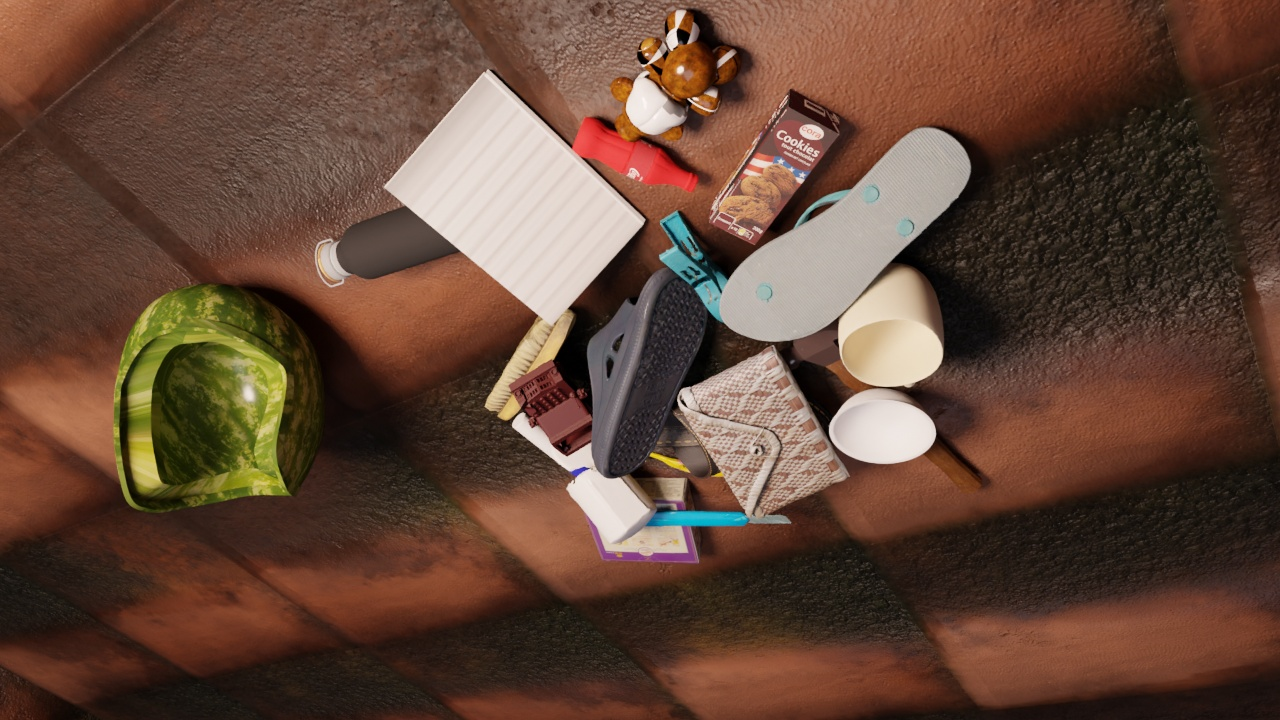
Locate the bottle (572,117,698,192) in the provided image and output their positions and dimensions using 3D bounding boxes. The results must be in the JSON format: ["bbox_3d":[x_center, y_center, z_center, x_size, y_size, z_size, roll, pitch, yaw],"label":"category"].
[{"bbox_3d":[-0.003,-0.187,0.851,0.119,0.036,0.036,22,135,-10],"label":"bottle"}]

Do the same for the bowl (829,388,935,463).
[{"bbox_3d":[0.262,0.063,0.997,0.110,0.040,0.110,8,139,7],"label":"bowl"}]

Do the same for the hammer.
[{"bbox_3d":[0.290,0.058,1.039,0.116,0.033,0.323,-29,123,37],"label":"hammer"}]

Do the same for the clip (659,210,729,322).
[{"bbox_3d":[0.062,-0.077,0.910,0.028,0.113,0.127,-24,139,27],"label":"clip"}]

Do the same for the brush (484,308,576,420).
[{"bbox_3d":[-0.128,0.004,1.057,0.043,0.059,0.196,32,131,-7],"label":"brush"}]

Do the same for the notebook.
[{"bbox_3d":[-0.114,-0.150,0.879,0.209,0.009,0.142,40,95,-26],"label":"notebook"}]

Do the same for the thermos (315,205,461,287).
[{"bbox_3d":[-0.249,-0.125,0.951,0.232,0.061,0.061,-13,130,24],"label":"thermos"}]

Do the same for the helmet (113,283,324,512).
[{"bbox_3d":[-0.472,0.039,1.043,0.213,0.247,0.243,-6,177,-5],"label":"helmet"}]

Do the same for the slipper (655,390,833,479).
[{"bbox_3d":[0.093,0.085,1.076,0.268,0.075,0.113,-1,135,14],"label":"slipper"}]

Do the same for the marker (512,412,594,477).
[{"bbox_3d":[-0.112,0.115,1.191,0.133,0.023,0.027,42,150,-27],"label":"marker"}]

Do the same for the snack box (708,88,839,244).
[{"bbox_3d":[0.120,-0.174,0.840,0.051,0.031,0.141,24,135,-12],"label":"snack box"}]

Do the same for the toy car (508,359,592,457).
[{"bbox_3d":[-0.087,0.062,1.051,0.070,0.062,0.170,-31,154,3],"label":"toy car"}]

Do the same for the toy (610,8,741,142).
[{"bbox_3d":[0.023,-0.233,0.786,0.087,0.067,0.113,34,141,-21],"label":"toy"}]

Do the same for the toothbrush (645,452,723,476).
[{"bbox_3d":[0.054,0.133,1.176,0.135,0.016,0.021,12,132,1],"label":"toothbrush"}]

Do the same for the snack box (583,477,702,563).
[{"bbox_3d":[0.003,0.221,1.259,0.143,0.040,0.148,-1,134,14],"label":"snack box"}]

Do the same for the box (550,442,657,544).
[{"bbox_3d":[-0.052,0.149,1.160,0.166,0.083,0.092,49,164,7],"label":"box"}]

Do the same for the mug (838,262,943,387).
[{"bbox_3d":[0.249,-0.035,0.904,0.096,0.099,0.120,-14,132,26],"label":"mug"}]

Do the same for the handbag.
[{"bbox_3d":[0.136,0.086,1.012,0.124,0.047,0.186,-28,111,12],"label":"handbag"}]

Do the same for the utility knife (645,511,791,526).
[{"bbox_3d":[0.091,0.205,1.186,0.205,0.015,0.031,0,135,13],"label":"utility knife"}]

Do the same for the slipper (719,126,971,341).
[{"bbox_3d":[0.193,-0.109,0.864,0.269,0.054,0.098,-39,94,25],"label":"slipper"}]

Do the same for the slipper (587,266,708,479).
[{"bbox_3d":[-0.006,0.006,1.004,0.083,0.110,0.269,39,126,33],"label":"slipper"}]
